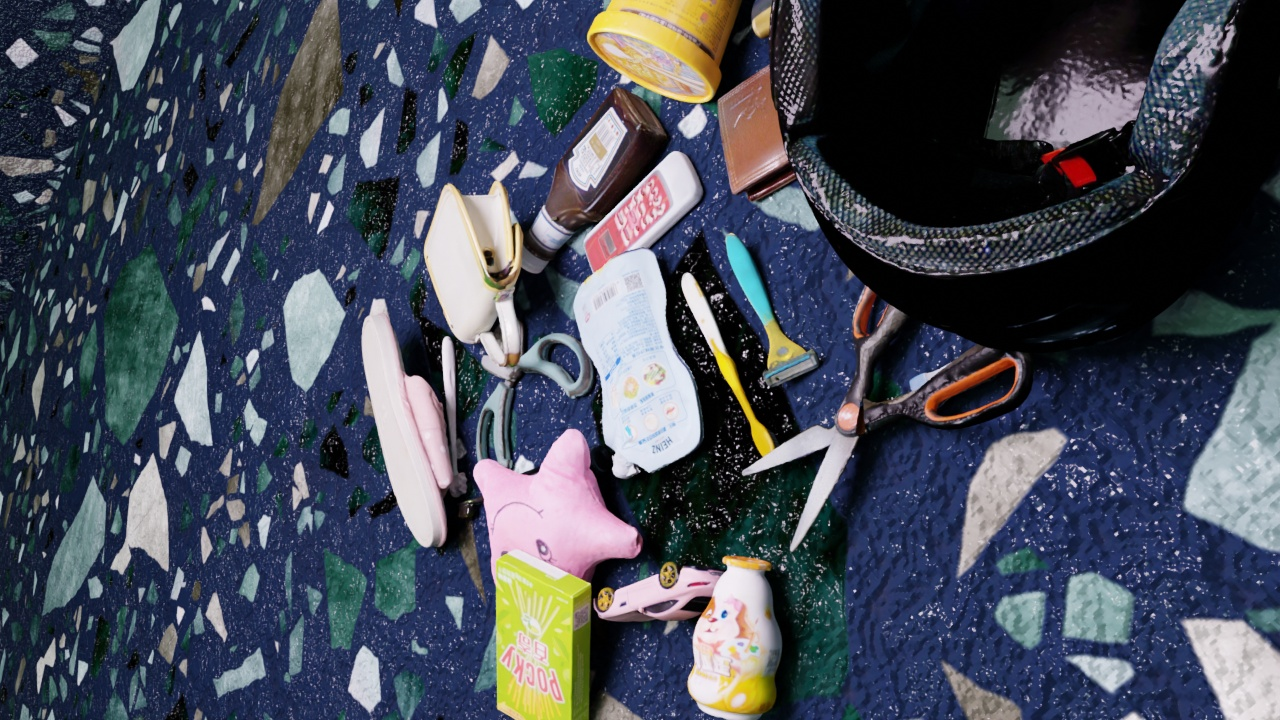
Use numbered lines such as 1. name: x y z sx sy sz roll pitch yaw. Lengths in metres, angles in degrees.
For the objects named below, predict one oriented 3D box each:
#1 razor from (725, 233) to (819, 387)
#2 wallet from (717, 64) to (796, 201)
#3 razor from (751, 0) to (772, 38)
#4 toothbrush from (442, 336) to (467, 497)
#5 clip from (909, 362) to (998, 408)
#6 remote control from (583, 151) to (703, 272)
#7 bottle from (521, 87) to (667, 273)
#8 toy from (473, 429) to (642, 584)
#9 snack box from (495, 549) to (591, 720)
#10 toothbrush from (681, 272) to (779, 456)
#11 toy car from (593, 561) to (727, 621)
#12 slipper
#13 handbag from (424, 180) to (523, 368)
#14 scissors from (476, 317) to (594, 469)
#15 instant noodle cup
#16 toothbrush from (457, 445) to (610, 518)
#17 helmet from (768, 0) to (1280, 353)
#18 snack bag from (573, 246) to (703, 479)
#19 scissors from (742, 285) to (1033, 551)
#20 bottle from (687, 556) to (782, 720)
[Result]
1. razor: 0.094 -0.043 0.710 0.043 0.028 0.132 -27 63 11
2. wallet: 0.117 -0.197 0.723 0.125 0.032 0.101 -28 60 36
3. razor: 0.153 -0.295 0.702 0.168 0.062 0.067 -19 99 46
4. toothbrush: -0.200 0.057 0.984 0.016 0.016 0.180 -21 67 31
5. clip: 0.204 0.012 0.597 0.058 0.036 0.025 -30 55 35
6. remote control: 0.000 -0.128 0.828 0.136 0.020 0.055 -39 55 32
7. bottle: -0.056 -0.163 0.875 0.195 0.044 0.079 -48 51 27
8. toy: -0.073 0.156 0.794 0.195 0.074 0.178 -19 82 42
9. snack box: -0.082 0.242 0.767 0.086 0.026 0.156 17 115 33
10. toothbrush: 0.070 0.000 0.735 0.016 0.018 0.191 -42 52 27
11. toy car: 0.016 0.186 0.714 0.123 0.056 0.037 -30 54 37
12. slipper: -0.243 0.069 0.980 0.274 0.054 0.114 66 147 25
13. handbag: -0.151 -0.071 0.906 0.164 0.063 0.178 -43 64 62
14. scissors: -0.113 0.045 0.900 0.172 0.019 0.170 11 90 44
15. instant noodle cup: 0.031 -0.298 0.776 0.118 0.118 0.114 24 90 45
16. toothbrush: -0.110 0.120 0.874 0.213 0.026 0.027 -24 58 39
17. helmet: 0.208 -0.137 0.486 0.234 0.230 0.274 22 70 35
18. snack bag: -0.005 0.005 0.790 0.111 0.038 0.190 -31 62 30
19. scissors: 0.158 0.024 0.613 0.228 0.021 0.220 -2 70 50
20. bottle: 0.070 0.196 0.653 0.063 0.063 0.108 2 82 45
